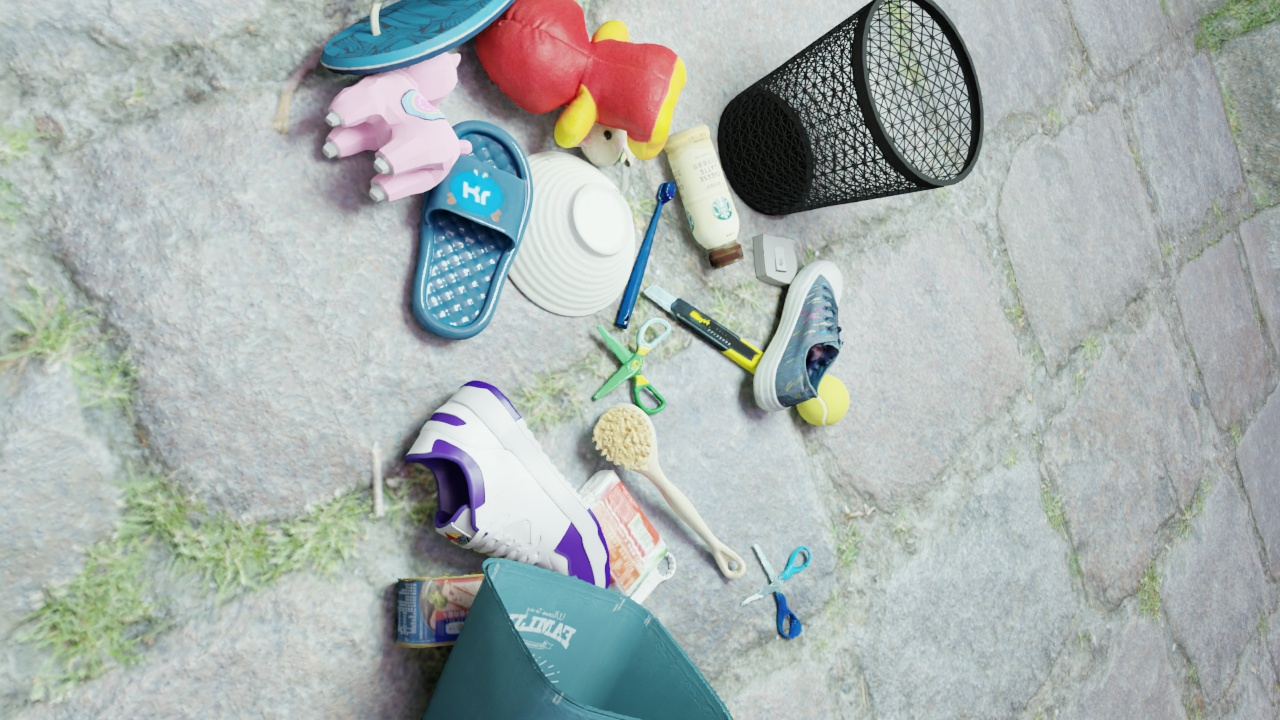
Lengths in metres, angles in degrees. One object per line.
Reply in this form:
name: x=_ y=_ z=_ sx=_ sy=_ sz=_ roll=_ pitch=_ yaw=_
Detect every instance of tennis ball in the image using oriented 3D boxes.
tennis ball: x=0.226 y=0.049 z=1.140 sx=0.065 sy=0.065 sz=0.065 roll=7 pitch=79 yaw=-37

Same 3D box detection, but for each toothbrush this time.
toothbrush: x=0.008 y=-0.121 z=1.025 sx=0.016 sy=0.017 sz=0.189 roll=30 pitch=66 yaw=-30

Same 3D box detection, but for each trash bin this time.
trash bin: x=-0.079 y=0.317 z=0.749 sx=0.196 sy=0.199 sz=0.219 roll=26 pitch=98 yaw=-33
trash bin: x=0.233 y=-0.279 z=1.081 sx=0.216 sy=0.244 sz=0.216 roll=7 pitch=79 yaw=-37

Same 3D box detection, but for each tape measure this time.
tape measure: x=0.171 y=-0.127 z=1.153 sx=0.060 sy=0.020 sz=0.062 roll=3 pitch=81 yaw=-38

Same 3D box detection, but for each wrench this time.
wrench: x=-0.050 y=0.289 z=0.923 sx=0.272 sy=0.009 sz=0.047 roll=-42 pitch=109 yaw=-34

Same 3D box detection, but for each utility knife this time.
utility knife: x=0.079 y=-0.036 z=1.069 sx=0.203 sy=0.020 sz=0.028 roll=31 pitch=63 yaw=-30

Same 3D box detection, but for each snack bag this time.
snack bag: x=-0.028 y=0.177 z=0.940 sx=0.076 sy=0.036 sz=0.116 roll=-45 pitch=111 yaw=-33

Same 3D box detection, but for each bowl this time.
bowl: x=-0.057 y=-0.138 z=0.942 sx=0.177 sy=0.071 sz=0.177 roll=7 pitch=78 yaw=-38

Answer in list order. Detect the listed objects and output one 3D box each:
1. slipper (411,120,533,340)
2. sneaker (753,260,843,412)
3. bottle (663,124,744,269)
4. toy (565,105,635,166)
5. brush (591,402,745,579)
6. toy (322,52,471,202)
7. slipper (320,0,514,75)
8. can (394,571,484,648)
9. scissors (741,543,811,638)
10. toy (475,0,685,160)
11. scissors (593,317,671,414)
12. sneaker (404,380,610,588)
slipper: x=-0.155 y=-0.124 z=0.860 sx=0.103 sy=0.059 sz=0.213 roll=13 pitch=79 yaw=-20
sneaker: x=0.215 y=-0.031 z=1.121 sx=0.087 sy=0.079 sz=0.234 roll=56 pitch=49 yaw=-34
bottle: x=0.076 y=-0.188 z=1.064 sx=0.056 sy=0.057 sz=0.162 roll=-25 pitch=99 yaw=-38
toy: x=-0.038 y=-0.250 z=0.993 sx=0.112 sy=0.050 sz=0.087 roll=17 pitch=72 yaw=-30
brush: x=0.038 y=0.149 z=0.986 sx=0.272 sy=0.062 sz=0.077 roll=52 pitch=18 yaw=-25
toy: x=-0.207 y=-0.221 z=0.828 sx=0.123 sy=0.067 sz=0.157 roll=42 pitch=56 yaw=3
slipper: x=-0.178 y=-0.351 z=0.853 sx=0.294 sy=0.118 sz=0.060 roll=-52 pitch=150 yaw=-36
can: x=-0.166 y=0.219 z=0.815 sx=0.099 sy=0.054 sz=0.059 roll=7 pitch=77 yaw=-38
scissors: x=0.168 y=0.273 z=1.094 sx=0.127 sy=0.014 sz=0.133 roll=-14 pitch=93 yaw=-38
toy: x=-0.060 y=-0.295 z=0.922 sx=0.216 sy=0.099 sz=0.147 roll=20 pitch=66 yaw=-12
scissors: x=-0.005 y=0.003 z=0.992 sx=0.125 sy=0.011 sz=0.131 roll=50 pitch=64 yaw=-27
sneaker: x=-0.123 y=0.145 z=0.838 sx=0.110 sy=0.092 sz=0.244 roll=-40 pitch=104 yaw=-35
